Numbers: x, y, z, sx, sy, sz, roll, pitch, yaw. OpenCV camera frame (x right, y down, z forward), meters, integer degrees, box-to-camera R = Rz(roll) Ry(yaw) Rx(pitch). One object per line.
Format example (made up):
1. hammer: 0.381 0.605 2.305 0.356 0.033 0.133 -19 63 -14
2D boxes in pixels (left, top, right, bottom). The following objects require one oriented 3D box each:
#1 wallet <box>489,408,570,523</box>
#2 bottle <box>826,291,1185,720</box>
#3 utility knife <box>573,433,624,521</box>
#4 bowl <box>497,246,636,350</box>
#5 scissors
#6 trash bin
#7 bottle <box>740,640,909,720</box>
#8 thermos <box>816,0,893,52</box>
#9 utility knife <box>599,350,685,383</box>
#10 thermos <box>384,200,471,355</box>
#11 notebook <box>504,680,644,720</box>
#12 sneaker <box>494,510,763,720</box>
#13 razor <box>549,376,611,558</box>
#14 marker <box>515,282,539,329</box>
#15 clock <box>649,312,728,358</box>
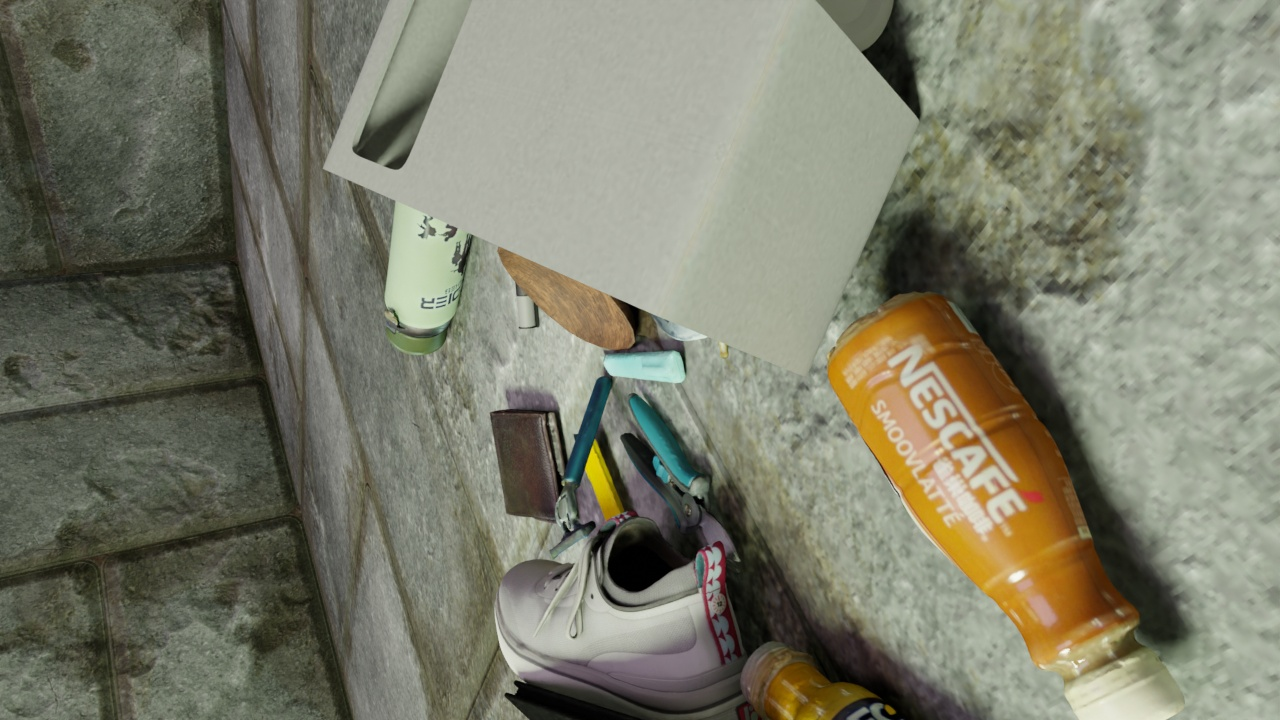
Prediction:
1. wallet: -0.097 0.092 0.818 0.120 0.031 0.099 -6 96 60
2. bottle: 0.131 0.053 0.337 0.167 0.059 0.059 64 148 28
3. utility knife: -0.008 0.145 0.676 0.206 0.018 0.031 70 155 17
4. bowl: -0.044 -0.053 0.627 0.102 0.026 0.114 5 144 53
5. scissors: 0.023 0.073 0.593 0.132 0.019 0.148 -20 80 63
6. trash bin: -0.019 -0.095 0.410 0.229 0.114 0.114 26 95 38
7. bottle: 0.114 0.192 0.424 0.186 0.053 0.053 27 122 58
8. thermos: 0.029 -0.172 0.462 0.224 0.052 0.052 23 119 58
9. utility knife: -0.004 0.004 0.624 0.120 0.015 0.022 2 116 63
10. thermos: -0.216 -0.097 0.919 0.082 0.082 0.232 63 148 30
11. notebook: 0.025 0.261 0.539 0.169 0.019 0.232 49 150 -14
12. sneaker: -0.023 0.156 0.612 0.264 0.096 0.129 6 103 53
13. razor: -0.039 0.065 0.629 0.042 0.022 0.143 -40 28 41
14. marker: -0.100 -0.097 0.772 0.016 0.016 0.140 18 114 60
15. clock: 0.039 -0.068 0.479 0.090 0.052 0.130 53 143 41
